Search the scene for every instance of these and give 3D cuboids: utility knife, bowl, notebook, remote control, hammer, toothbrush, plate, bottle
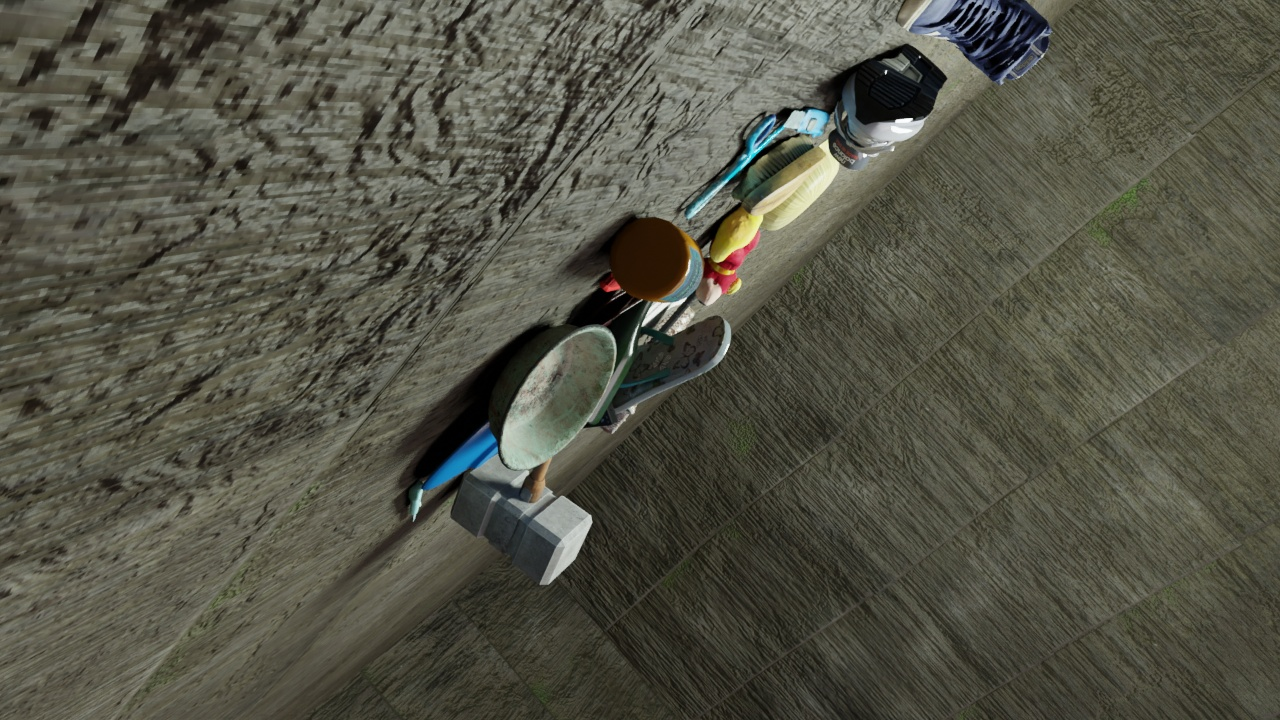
[{"bbox_3d":[-0.256,0.164,1.039,0.166,0.015,0.022,128,-22,-65],"label":"utility knife"},{"bbox_3d":[-0.088,0.027,0.853,0.157,0.038,0.158,-43,153,-28],"label":"bowl"},{"bbox_3d":[0.046,-0.087,1.266,0.209,0.009,0.143,-39,173,-30],"label":"notebook"},{"bbox_3d":[-0.079,0.068,1.148,0.013,0.034,0.150,-24,-173,-36],"label":"remote control"},{"bbox_3d":[-0.114,0.110,1.129,0.082,0.163,0.318,-34,153,-56],"label":"hammer"},{"bbox_3d":[0.002,-0.088,0.937,0.018,0.012,0.212,-45,174,19],"label":"toothbrush"},{"bbox_3d":[0.217,-0.228,1.248,0.184,0.036,0.184,-42,174,-5],"label":"plate"},{"bbox_3d":[0.039,-0.055,1.204,0.324,0.015,0.095,-49,-150,-6],"label":"hammer"},{"bbox_3d":[0.170,-0.241,0.933,0.031,0.015,0.221,-64,166,21],"label":"utility knife"},{"bbox_3d":[-0.138,0.067,0.971,0.224,0.024,0.224,-42,180,-1],"label":"plate"},{"bbox_3d":[-0.028,-0.015,1.018,0.174,0.055,0.055,-59,172,8],"label":"bottle"},{"bbox_3d":[0.021,-0.085,0.812,0.068,0.068,0.156,-44,174,9],"label":"bottle"}]

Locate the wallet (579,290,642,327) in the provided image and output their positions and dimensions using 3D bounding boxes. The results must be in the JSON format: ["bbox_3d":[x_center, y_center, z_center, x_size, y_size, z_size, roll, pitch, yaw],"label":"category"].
[{"bbox_3d":[-0.032,-0.044,0.929,0.091,0.018,0.116,-34,179,-42],"label":"wallet"}]

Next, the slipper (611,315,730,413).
[{"bbox_3d":[-0.007,0.006,1.102,0.270,0.054,0.098,-18,-132,44],"label":"slipper"}]

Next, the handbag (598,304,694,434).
[{"bbox_3d":[0.003,0.009,1.277,0.185,0.047,0.124,-56,180,-25],"label":"handbag"}]

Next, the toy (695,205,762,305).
[{"bbox_3d":[0.108,-0.136,1.118,0.105,0.067,0.138,-41,162,-44],"label":"toy"}]

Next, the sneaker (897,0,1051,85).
[{"bbox_3d":[0.343,-0.332,0.921,0.092,0.118,0.232,-46,173,29],"label":"sneaker"}]

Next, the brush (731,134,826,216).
[{"bbox_3d":[0.145,-0.194,0.952,0.059,0.043,0.194,-47,176,39],"label":"brush"}]

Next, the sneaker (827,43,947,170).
[{"bbox_3d":[0.256,-0.261,1.008,0.239,0.089,0.125,-41,172,-48],"label":"sneaker"}]

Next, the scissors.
[{"bbox_3d":[0.092,-0.184,0.844,0.134,0.011,0.140,-41,175,-14],"label":"scissors"}]
